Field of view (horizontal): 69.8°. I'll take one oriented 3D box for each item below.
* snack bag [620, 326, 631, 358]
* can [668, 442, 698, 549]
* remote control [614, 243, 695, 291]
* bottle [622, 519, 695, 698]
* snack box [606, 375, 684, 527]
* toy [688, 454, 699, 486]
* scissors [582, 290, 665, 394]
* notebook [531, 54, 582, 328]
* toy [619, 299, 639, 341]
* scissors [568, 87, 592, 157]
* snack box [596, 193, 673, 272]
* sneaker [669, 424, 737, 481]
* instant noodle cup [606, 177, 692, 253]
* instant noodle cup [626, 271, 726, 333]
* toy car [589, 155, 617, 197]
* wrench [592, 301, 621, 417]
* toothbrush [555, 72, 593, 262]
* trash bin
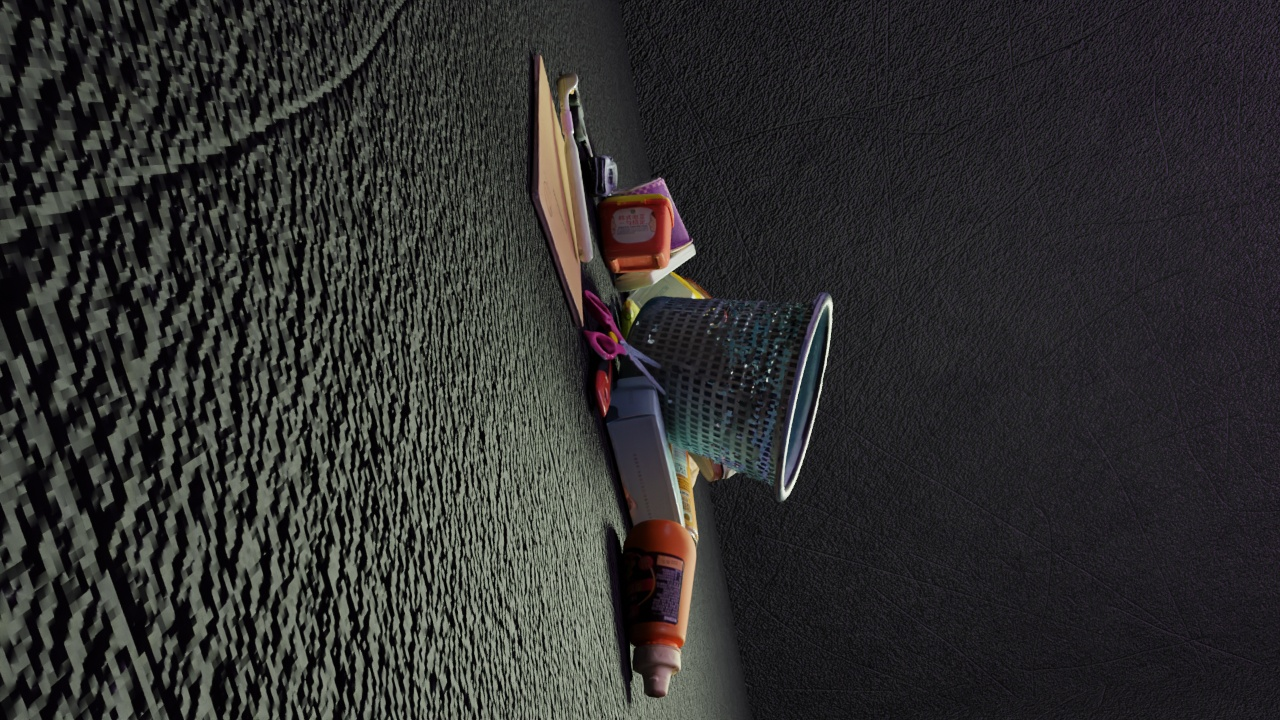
[{"bbox_3d":[-0.007,0.007,1.122,0.105,0.026,0.045,75,26,-47],"label":"snack bag"},{"bbox_3d":[0.034,0.165,1.094,0.145,0.058,0.058,-94,172,-51],"label":"can"},{"bbox_3d":[0.022,-0.125,1.231,0.149,0.058,0.021,-40,115,-55],"label":"remote control"},{"bbox_3d":[0.015,0.215,0.795,0.067,0.067,0.149,73,16,-53],"label":"bottle"},{"bbox_3d":[0.007,0.108,0.928,0.074,0.051,0.175,-94,173,-61],"label":"snack box"},{"bbox_3d":[0.054,0.116,1.341,0.143,0.082,0.226,-72,155,-72],"label":"toy"},{"bbox_3d":[-0.017,-0.019,0.880,0.135,0.017,0.108,25,37,-54],"label":"scissors"},{"bbox_3d":[-0.072,-0.151,0.806,0.148,0.008,0.207,74,7,-47],"label":"notebook"},{"bbox_3d":[-0.009,-0.040,1.170,0.100,0.031,0.097,-94,174,-55],"label":"toy"},{"bbox_3d":[-0.067,-0.257,1.082,0.132,0.014,0.175,-97,177,-45],"label":"scissors"},{"bbox_3d":[-0.006,-0.153,1.118,0.082,0.091,0.080,67,21,-69],"label":"snack box"},{"bbox_3d":[0.042,0.052,1.197,0.241,0.087,0.118,65,-19,17],"label":"sneaker"},{"bbox_3d":[0.005,-0.192,1.260,0.111,0.112,0.099,-81,152,-74],"label":"instant noodle cup"},{"bbox_3d":[0.046,-0.070,1.335,0.116,0.116,0.123,44,2,27],"label":"instant noodle cup"},{"bbox_3d":[-0.044,-0.221,1.100,0.105,0.031,0.049,-83,174,-78],"label":"toy car"},{"bbox_3d":[-0.034,-0.008,0.919,0.273,0.016,0.056,-86,165,-72],"label":"wrench"},{"bbox_3d":[-0.059,-0.178,0.845,0.020,0.029,0.189,7,68,-41],"label":"toothbrush"},{"bbox_3d":[0.088,0.021,0.998,0.226,0.195,0.226,13,89,-73],"label":"trash bin"}]
